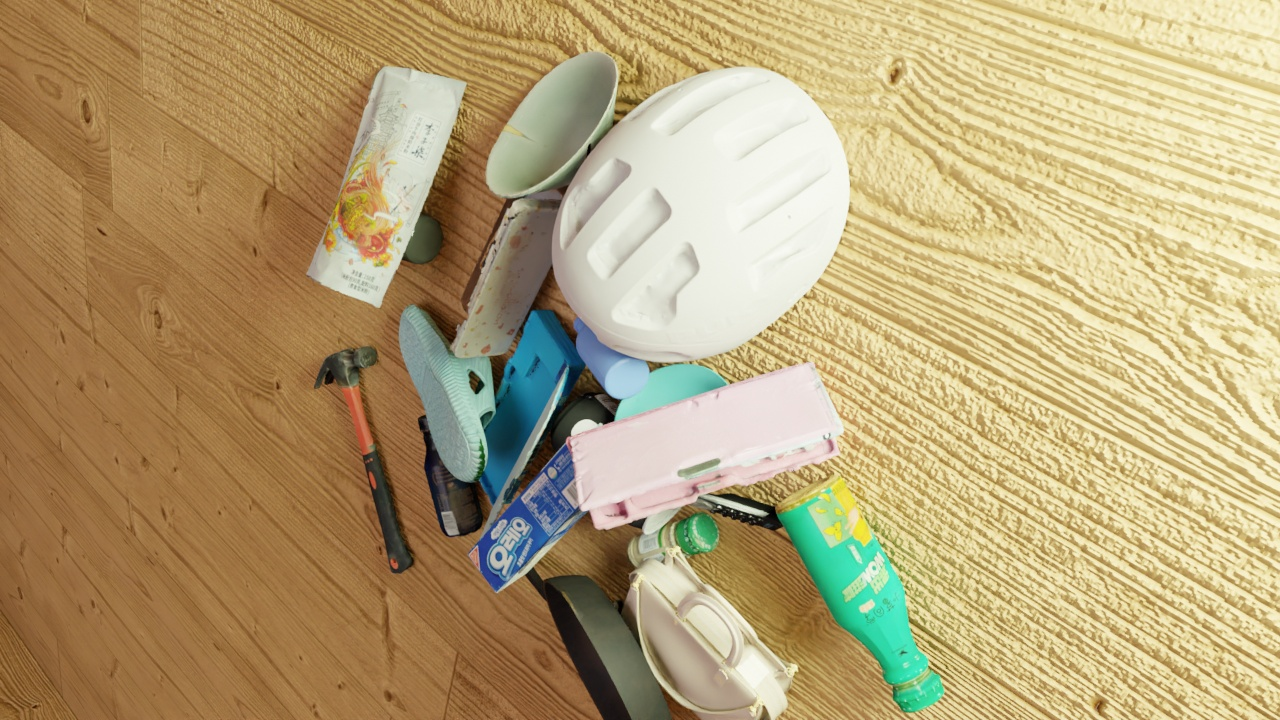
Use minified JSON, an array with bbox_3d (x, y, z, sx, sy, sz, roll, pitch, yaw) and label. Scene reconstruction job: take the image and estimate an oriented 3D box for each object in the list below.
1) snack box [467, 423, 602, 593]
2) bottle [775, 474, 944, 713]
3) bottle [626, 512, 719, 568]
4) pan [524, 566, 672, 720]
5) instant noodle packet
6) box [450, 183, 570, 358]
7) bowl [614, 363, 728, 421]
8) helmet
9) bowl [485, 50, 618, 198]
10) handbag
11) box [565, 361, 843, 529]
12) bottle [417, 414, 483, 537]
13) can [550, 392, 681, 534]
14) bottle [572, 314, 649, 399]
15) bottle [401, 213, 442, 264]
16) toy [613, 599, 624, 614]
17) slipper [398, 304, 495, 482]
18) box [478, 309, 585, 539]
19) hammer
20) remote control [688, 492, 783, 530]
[{"bbox_3d":[-0.096,0.154,0.936,0.059,0.059,0.227,49,127,12],"label":"snack box"},{"bbox_3d":[0.198,0.207,0.813,0.068,0.067,0.209,-34,82,41],"label":"bottle"},{"bbox_3d":[0.032,0.192,0.964,0.110,0.042,0.042,-29,85,42],"label":"bottle"},{"bbox_3d":[-0.062,0.298,1.020,0.356,0.043,0.249,40,150,51],"label":"pan"},{"bbox_3d":[-0.298,-0.205,1.050,0.147,0.057,0.269,21,93,29],"label":"instant noodle packet"},{"bbox_3d":[-0.142,-0.110,0.991,0.217,0.094,0.107,-57,42,37],"label":"box"},{"bbox_3d":[0.039,0.067,0.897,0.121,0.121,0.046,25,159,32],"label":"bowl"},{"bbox_3d":[0.048,-0.123,0.811,0.283,0.183,0.224,-36,84,21],"label":"helmet"},{"bbox_3d":[-0.069,-0.212,0.892,0.175,0.068,0.173,-28,44,30],"label":"bowl"},{"bbox_3d":[0.064,0.267,0.889,0.194,0.101,0.198,43,154,21],"label":"handbag"},{"bbox_3d":[0.055,0.077,0.790,0.233,0.098,0.099,-16,94,3],"label":"box"},{"bbox_3d":[-0.245,0.144,1.169,0.056,0.056,0.161,-6,100,41],"label":"bottle"},{"bbox_3d":[-0.021,0.105,0.954,0.146,0.080,0.080,42,127,21],"label":"can"},{"bbox_3d":[-0.038,-0.013,0.933,0.131,0.048,0.048,50,135,51],"label":"bottle"},{"bbox_3d":[-0.293,-0.154,1.108,0.108,0.060,0.060,19,116,34],"label":"bottle"},{"bbox_3d":[-0.011,0.309,1.038,0.103,0.050,0.065,-4,106,46],"label":"toy"},{"bbox_3d":[-0.224,0.033,1.098,0.276,0.069,0.116,56,138,37],"label":"slipper"},{"bbox_3d":[-0.129,0.086,1.027,0.244,0.063,0.174,-60,29,35],"label":"box"},{"bbox_3d":[-0.382,0.147,1.305,0.133,0.033,0.333,-7,100,39],"label":"hammer"},{"bbox_3d":[0.069,0.133,0.875,0.140,0.021,0.045,17,161,-2],"label":"remote control"}]
